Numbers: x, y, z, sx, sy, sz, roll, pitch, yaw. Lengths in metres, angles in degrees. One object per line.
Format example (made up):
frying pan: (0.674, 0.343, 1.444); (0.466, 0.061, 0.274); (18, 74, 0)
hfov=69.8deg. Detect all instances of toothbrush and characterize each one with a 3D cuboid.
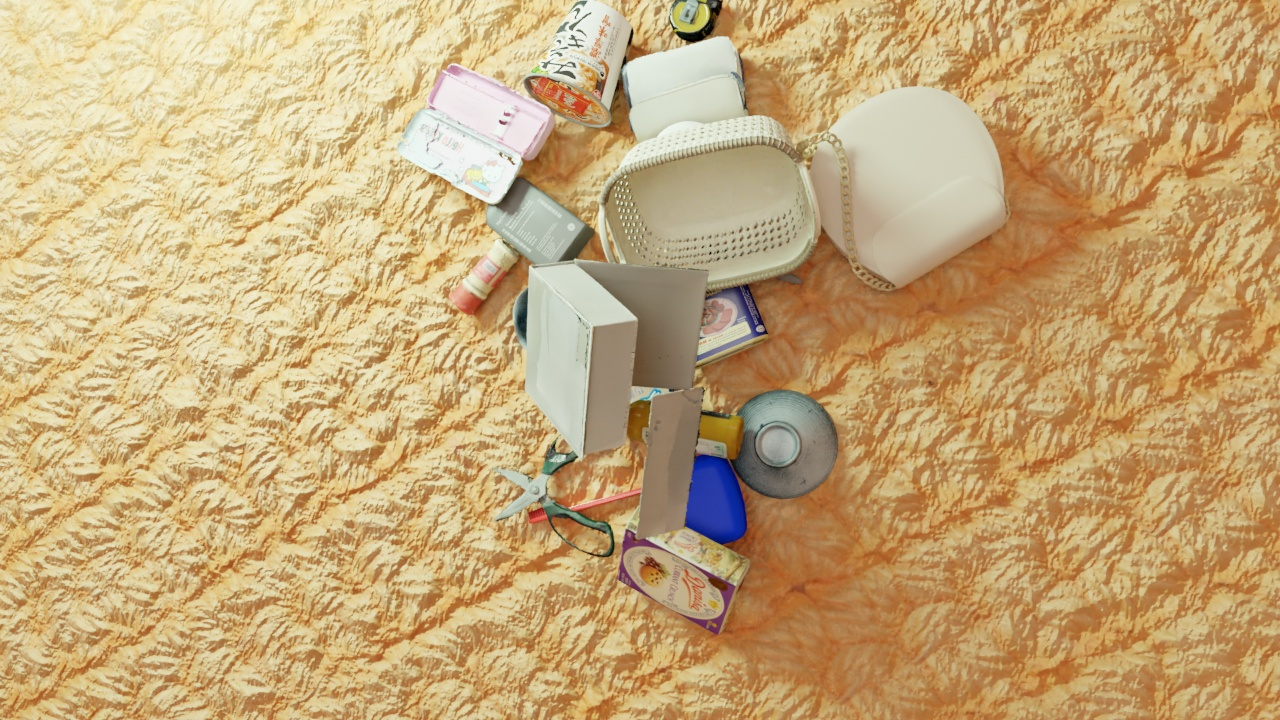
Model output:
toothbrush: (-0.050, 0.178, 1.195); (0.213, 0.012, 0.018); (-17, 79, 13)

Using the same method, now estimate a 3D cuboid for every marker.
marker: (0.140, -0.122, 1.159); (0.139, 0.022, 0.016); (21, 88, 16)

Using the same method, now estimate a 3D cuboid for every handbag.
handbag: (0.064, -0.307, 1.165); (0.151, 0.074, 0.176); (-10, 94, 14)
handbag: (0.309, -0.208, 1.079); (0.211, 0.103, 0.208); (-32, 83, 12)

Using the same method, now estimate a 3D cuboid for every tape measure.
tape measure: (0.068, -0.447, 1.190); (0.062, 0.034, 0.061); (20, 94, 16)

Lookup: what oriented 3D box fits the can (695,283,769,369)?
can: (0.094, -0.050, 1.149); (0.116, 0.056, 0.092); (-23, 83, 12)

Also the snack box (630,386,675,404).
snack box: (-0.007, 0.007, 1.183); (0.087, 0.034, 0.151); (-9, 84, 14)

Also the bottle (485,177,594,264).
bottle: (-0.154, -0.193, 1.227); (0.174, 0.046, 0.084); (39, 96, 13)

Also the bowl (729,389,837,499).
bowl: (0.170, 0.103, 1.119); (0.137, 0.057, 0.137); (-1, 86, 14)

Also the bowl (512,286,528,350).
bowl: (-0.108, -0.054, 1.202); (0.110, 0.055, 0.110); (-1, 86, 15)

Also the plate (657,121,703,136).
plate: (0.060, -0.245, 1.152); (0.104, 0.026, 0.104); (3, 116, 6)

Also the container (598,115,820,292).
container: (0.083, -0.186, 1.080); (0.246, 0.142, 0.185); (-9, 126, 14)

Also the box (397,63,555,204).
box: (-0.223, -0.306, 1.236); (0.201, 0.038, 0.152); (32, 93, 26)

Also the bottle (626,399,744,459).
bottle: (0.031, 0.079, 1.125); (0.186, 0.053, 0.053); (9, 89, 15)

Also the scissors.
scissors: (-0.094, 0.178, 1.194); (0.202, 0.015, 0.202); (-39, 73, 6)

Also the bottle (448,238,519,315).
bottle: (-0.210, -0.113, 1.239); (0.044, 0.044, 0.109); (43, 97, 13)

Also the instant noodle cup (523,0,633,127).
instant noodle cup: (-0.071, -0.387, 1.187); (0.124, 0.123, 0.121); (21, 83, 15)

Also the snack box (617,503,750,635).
snack box: (0.049, 0.253, 1.103); (0.148, 0.144, 0.040); (25, 54, 15)

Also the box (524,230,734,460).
box: (0.021, -0.052, 1.127); (0.174, 0.420, 0.168); (25, 124, 30)

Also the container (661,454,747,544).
container: (0.078, 0.176, 1.130); (0.096, 0.058, 0.114); (-17, 85, 4)
